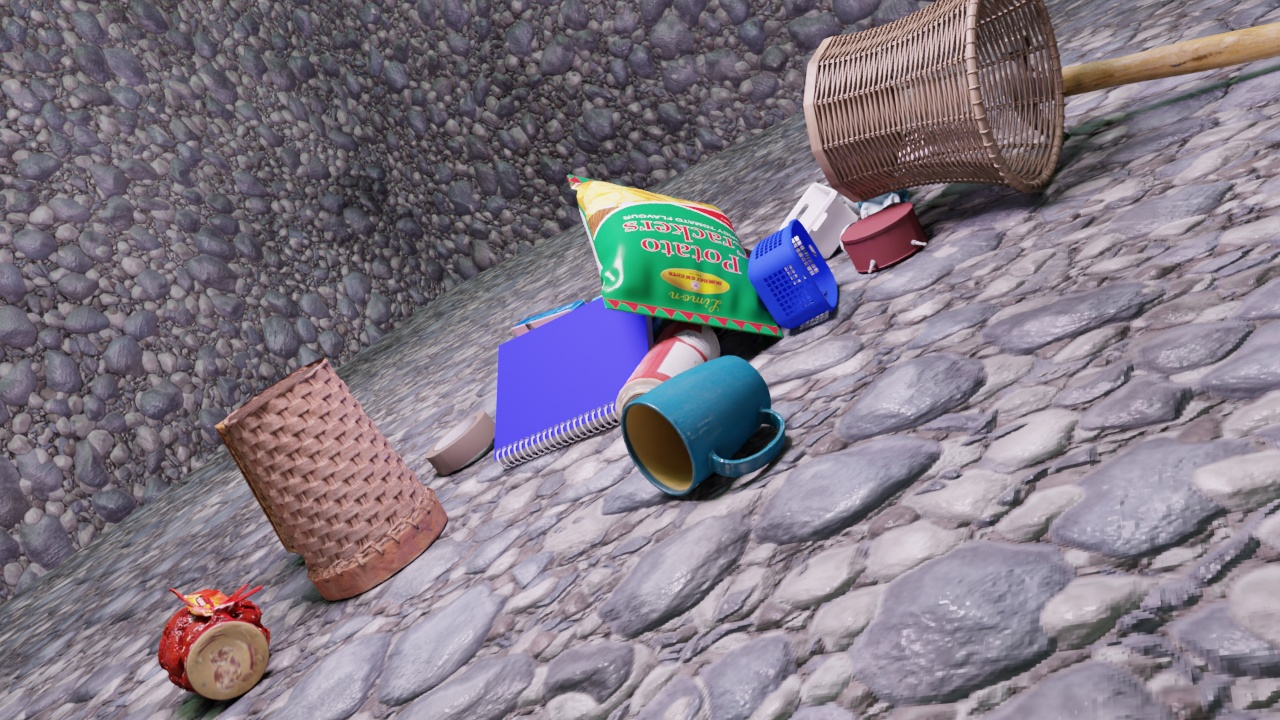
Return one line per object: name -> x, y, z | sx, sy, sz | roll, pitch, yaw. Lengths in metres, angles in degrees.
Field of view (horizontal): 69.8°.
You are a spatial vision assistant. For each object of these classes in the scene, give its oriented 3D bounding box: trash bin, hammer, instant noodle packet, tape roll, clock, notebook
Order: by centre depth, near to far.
hammer -> 0.546, -0.306, 0.942 | 0.331, 0.132, 0.033 | 0, 31, 44
trash bin -> -0.318, 0.118, 0.945 | 0.151, 0.210, 0.151 | -28, 15, 8
instant noodle packet -> 0.032, -0.119, 0.997 | 0.252, 0.195, 0.091 | -107, 33, -47
clock -> 0.265, -0.137, 1.007 | 0.087, 0.044, 0.124 | -27, 14, 13
notebook -> -0.076, 0.016, 1.028 | 0.210, 0.022, 0.171 | -23, 50, 25
tape roll -> -0.225, 0.104, 1.160 | 0.094, 0.030, 0.093 | -34, 14, 9

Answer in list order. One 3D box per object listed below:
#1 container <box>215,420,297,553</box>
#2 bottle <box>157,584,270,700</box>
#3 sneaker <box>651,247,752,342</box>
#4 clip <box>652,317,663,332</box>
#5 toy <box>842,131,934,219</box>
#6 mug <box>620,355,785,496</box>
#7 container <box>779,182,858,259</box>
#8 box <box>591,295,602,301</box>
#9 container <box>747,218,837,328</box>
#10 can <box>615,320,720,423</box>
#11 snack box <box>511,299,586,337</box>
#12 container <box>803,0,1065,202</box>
container -> -0.388, 0.128, 1.084 | 0.113, 0.198, 0.113 | 2, 30, 44
bottle -> -0.397, 0.258, 0.856 | 0.098, 0.099, 0.111 | -38, 21, -30
sneaker -> 0.031, -0.063, 1.128 | 0.234, 0.095, 0.120 | -35, 12, -11
clip -> -0.018, -0.009, 1.040 | 0.127, 0.113, 0.028 | -38, 6, 24
toy -> 0.306, -0.218, 1.173 | 0.204, 0.131, 0.106 | -78, 2, -45
mug -> 0.060, 0.051, 0.722 | 0.104, 0.084, 0.112 | -32, 41, -33
container -> 0.226, -0.174, 1.159 | 0.081, 0.049, 0.129 | -54, 10, 12
box -> 0.036, -0.108, 1.329 | 0.228, 0.074, 0.180 | -24, 16, 24
container -> 0.156, -0.088, 0.956 | 0.058, 0.096, 0.114 | -29, 13, 23
can -> 0.031, 0.016, 0.897 | 0.067, 0.067, 0.169 | -23, 15, 26
snack box -> -0.112, -0.029, 1.301 | 0.154, 0.088, 0.033 | -12, 23, 50
container -> 0.309, -0.278, 0.974 | 0.197, 0.227, 0.226 | -3, 29, 44
